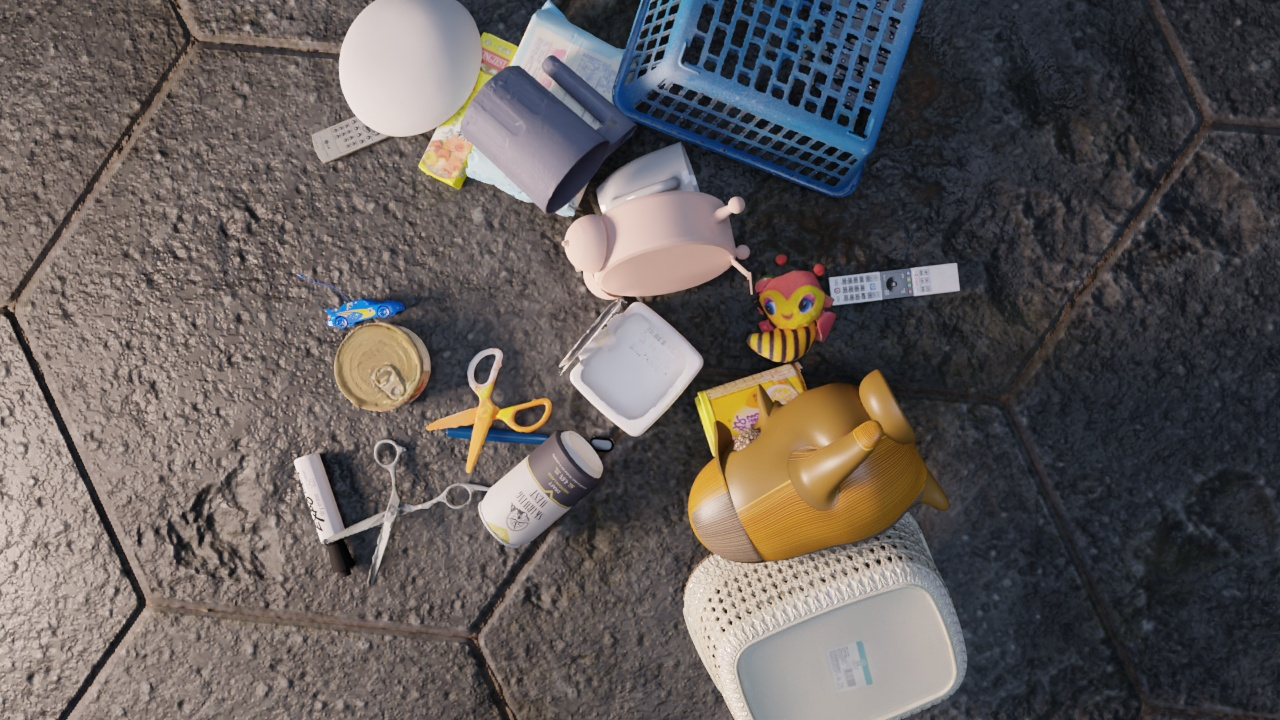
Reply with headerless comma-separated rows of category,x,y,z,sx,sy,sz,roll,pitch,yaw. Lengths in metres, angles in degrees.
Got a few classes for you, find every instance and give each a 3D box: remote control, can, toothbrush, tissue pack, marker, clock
remote control,0.246,-0.074,0.893,0.124,0.012,0.028,-6,90,2
can,0.110,0.048,0.873,0.105,0.067,0.067,-18,90,1
toothbrush,-0.109,0.077,0.908,0.168,0.014,0.014,5,91,3
can,-0.099,0.126,0.877,0.127,0.064,0.064,-41,89,11
tissue pack,-0.080,-0.238,0.877,0.112,0.070,0.182,25,89,1
marker,-0.312,0.154,0.910,0.025,0.025,0.126,-19,90,2
can,-0.251,0.006,0.897,0.086,0.043,0.086,0,91,2
remote control,-0.259,-0.234,0.909,0.136,0.013,0.033,-22,89,2
clock,0.019,-0.093,0.837,0.160,0.131,0.086,-5,76,8

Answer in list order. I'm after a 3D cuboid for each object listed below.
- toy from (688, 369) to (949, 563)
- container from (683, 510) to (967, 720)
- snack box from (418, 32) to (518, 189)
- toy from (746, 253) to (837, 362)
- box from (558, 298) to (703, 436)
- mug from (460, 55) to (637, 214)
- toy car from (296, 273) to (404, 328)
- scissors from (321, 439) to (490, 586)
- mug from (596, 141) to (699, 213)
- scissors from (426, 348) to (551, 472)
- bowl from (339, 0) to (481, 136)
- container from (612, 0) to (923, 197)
toy,0.135,0.096,0.793,0.203,0.198,0.162,-28,77,11
container,0.169,0.244,0.835,0.246,0.142,0.184,-23,103,2
snack box,-0.165,-0.243,0.898,0.040,0.029,0.148,26,91,2
toy,0.144,-0.046,0.880,0.084,0.046,0.103,19,81,8
box,-0.014,-0.002,0.843,0.126,0.137,0.108,42,89,0
mug,-0.079,-0.205,0.807,0.104,0.084,0.123,42,65,3
toy car,-0.284,-0.066,0.901,0.092,0.033,0.062,-14,97,2
scissors,-0.228,0.146,0.903,0.173,0.014,0.141,-6,78,-5
mug,0.005,-0.155,0.855,0.089,0.107,0.071,-18,98,10
scissors,-0.152,0.044,0.902,0.125,0.011,0.127,-14,79,-1
bowl,-0.229,-0.293,0.876,0.150,0.043,0.149,-2,82,14
container,0.151,-0.359,0.825,0.257,0.089,0.362,18,91,-13
